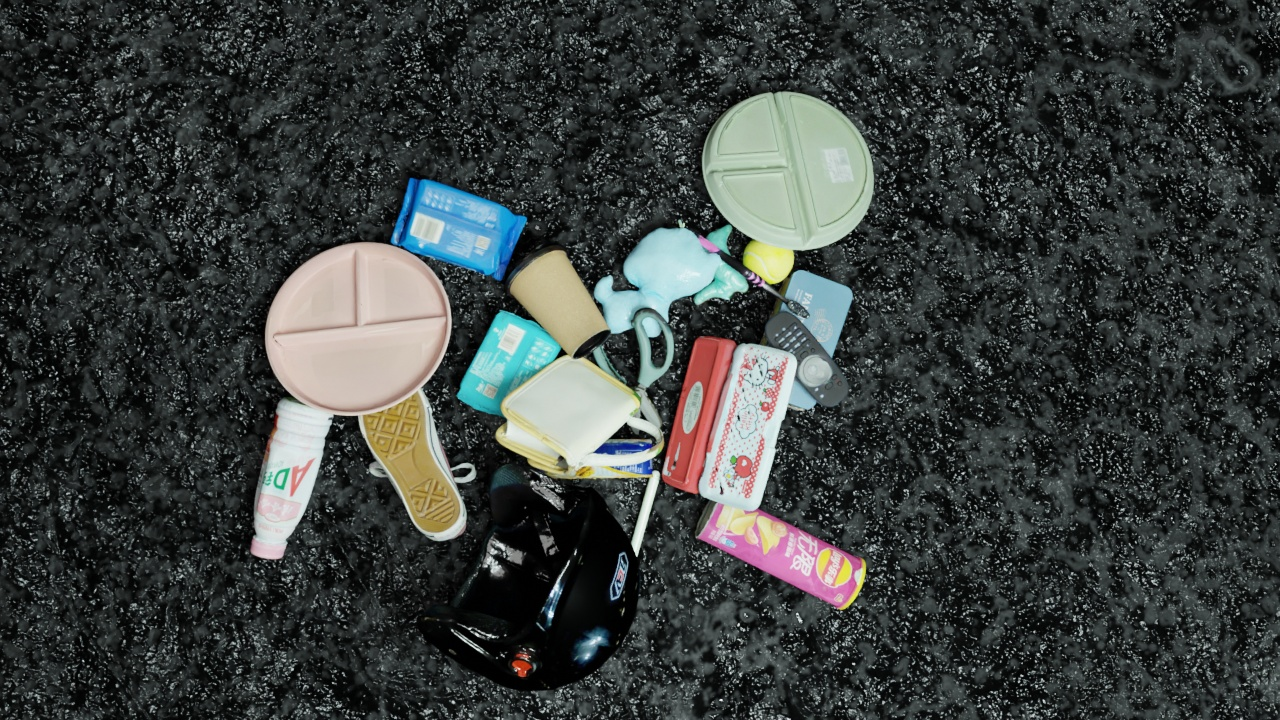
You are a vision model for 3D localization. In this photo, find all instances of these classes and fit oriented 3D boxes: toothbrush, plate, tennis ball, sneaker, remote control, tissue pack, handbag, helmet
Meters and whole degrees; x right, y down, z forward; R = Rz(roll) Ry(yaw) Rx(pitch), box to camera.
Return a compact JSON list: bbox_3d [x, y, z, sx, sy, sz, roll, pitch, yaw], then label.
[{"bbox_3d":[-0.007,0.234,1.191,0.029,0.020,0.189,20,85,-33],"label":"toothbrush"},{"bbox_3d":[-0.350,-0.039,1.149,0.229,0.028,0.229,0,72,-1],"label":"plate"},{"bbox_3d":[0.166,-0.131,1.191,0.065,0.065,0.065,0,88,-4],"label":"tennis ball"},{"bbox_3d":[0.138,-0.110,1.168,0.189,0.017,0.014,38,97,15],"label":"toothbrush"},{"bbox_3d":[-0.280,0.123,1.146,0.118,0.088,0.241,-26,67,-12],"label":"sneaker"},{"bbox_3d":[0.206,-0.002,1.148,0.053,0.024,0.136,-39,92,-6],"label":"remote control"},{"bbox_3d":[0.194,-0.252,1.186,0.230,0.027,0.230,2,72,-6],"label":"plate"},{"bbox_3d":[-0.232,-0.168,1.175,0.157,0.052,0.095,18,89,-3],"label":"tissue pack"},{"bbox_3d":[-0.065,0.083,1.112,0.179,0.162,0.063,30,129,18],"label":"handbag"},{"bbox_3d":[-0.111,0.263,1.067,0.230,0.276,0.232,41,47,-22],"label":"helmet"},{"bbox_3d":[-0.166,0.010,1.173,0.093,0.050,0.133,28,87,-4],"label":"tissue pack"}]

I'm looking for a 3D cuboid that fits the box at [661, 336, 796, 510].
[{"bbox_3d":[0.104,0.074,1.146,0.160,0.063,0.201,13,87,42],"label":"box"}]

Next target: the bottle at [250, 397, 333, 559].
[{"bbox_3d":[-0.440,0.148,1.145,0.068,0.068,0.197,15,90,-3],"label":"bottle"}]

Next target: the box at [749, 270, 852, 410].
[{"bbox_3d":[0.208,-0.030,1.192,0.090,0.063,0.184,18,89,-3],"label":"box"}]

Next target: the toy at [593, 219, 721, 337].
[{"bbox_3d":[0.021,-0.107,1.188,0.161,0.049,0.156,7,92,10],"label":"toy"}]

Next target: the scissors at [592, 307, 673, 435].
[{"bbox_3d":[-0.002,0.007,1.178,0.172,0.019,0.176,-36,92,18],"label":"scissors"}]

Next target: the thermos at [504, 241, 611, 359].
[{"bbox_3d":[-0.102,-0.075,1.148,0.093,0.093,0.143,-37,77,-4],"label":"thermos"}]

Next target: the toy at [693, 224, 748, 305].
[{"bbox_3d":[0.100,-0.118,1.205,0.096,0.030,0.092,-34,88,2],"label":"toy"}]

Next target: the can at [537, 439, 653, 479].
[{"bbox_3d":[-0.058,0.125,1.165,0.148,0.075,0.049,0,84,-4],"label":"can"}]

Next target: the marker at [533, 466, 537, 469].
[{"bbox_3d":[-0.129,0.147,1.188,0.018,0.015,0.124,-8,87,-8],"label":"marker"}]

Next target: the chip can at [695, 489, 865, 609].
[{"bbox_3d":[0.178,0.242,1.176,0.210,0.071,0.071,26,86,-2],"label":"chip can"}]
